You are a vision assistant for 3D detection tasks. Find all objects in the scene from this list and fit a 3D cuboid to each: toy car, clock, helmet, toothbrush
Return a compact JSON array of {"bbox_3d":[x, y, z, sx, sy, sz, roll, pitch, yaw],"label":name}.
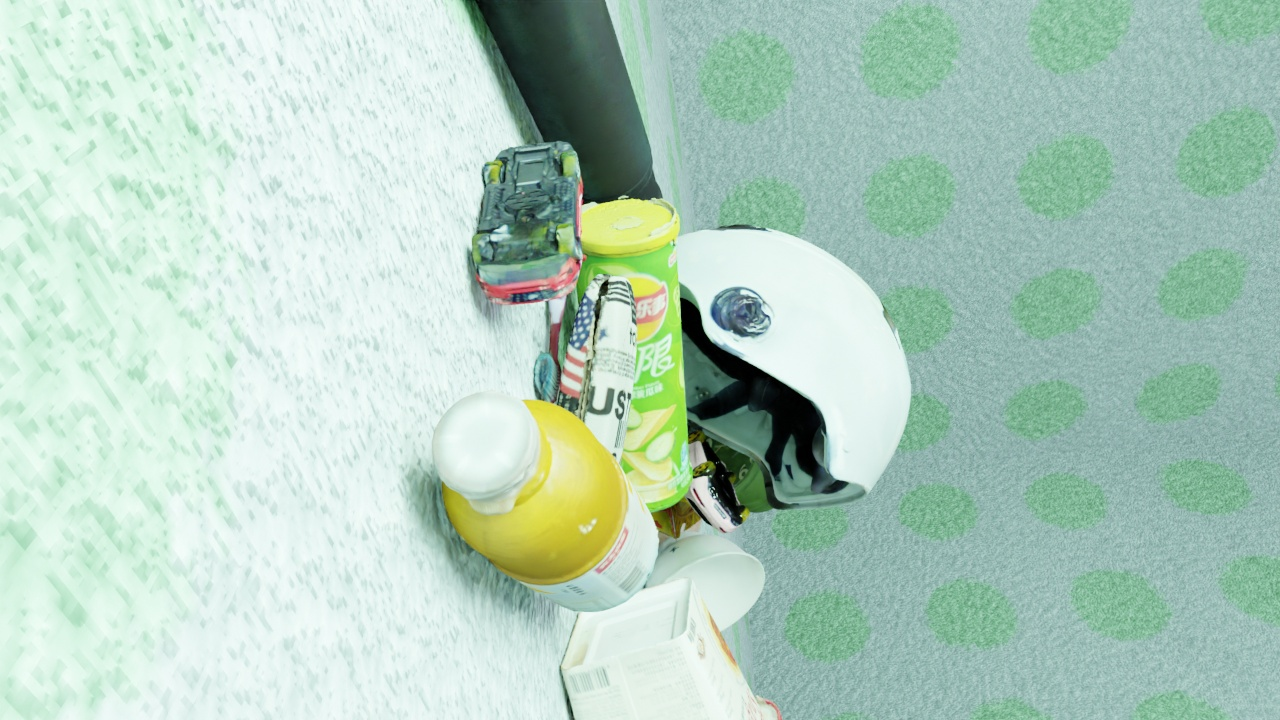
[{"bbox_3d":[-0.053,-0.068,0.465,0.120,0.053,0.045,-90,172,-50],"label":"toy car"},{"bbox_3d":[0.091,0.069,0.873,0.056,0.116,0.161,17,38,-36],"label":"clock"},{"bbox_3d":[0.053,0.097,0.727,0.056,0.037,0.122,55,8,-14],"label":"toy car"},{"bbox_3d":[0.107,-0.013,0.721,0.258,0.145,0.229,45,-15,14],"label":"helmet"},{"bbox_3d":[-0.055,-0.048,0.587,0.017,0.016,0.187,61,21,-45],"label":"toothbrush"}]

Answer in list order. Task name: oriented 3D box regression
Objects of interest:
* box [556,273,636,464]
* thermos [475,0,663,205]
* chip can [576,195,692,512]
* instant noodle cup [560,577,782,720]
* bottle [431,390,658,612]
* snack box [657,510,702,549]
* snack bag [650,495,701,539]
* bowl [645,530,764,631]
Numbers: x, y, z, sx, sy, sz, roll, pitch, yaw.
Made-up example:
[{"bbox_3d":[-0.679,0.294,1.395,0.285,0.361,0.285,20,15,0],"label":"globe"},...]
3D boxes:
[{"bbox_3d":[-0.024,0.032,0.531,0.068,0.051,0.164,-173,-90,-86],"label":"box"},{"bbox_3d":[-0.048,-0.171,0.570,0.068,0.090,0.243,-51,153,-15],"label":"thermos"},{"bbox_3d":[-0.004,0.004,0.629,0.072,0.072,0.222,-85,171,-59],"label":"chip can"},{"bbox_3d":[0.015,0.206,0.536,0.116,0.117,0.124,-65,136,-76],"label":"instant noodle cup"},{"bbox_3d":[-0.038,0.063,0.393,0.190,0.068,0.068,66,18,-65],"label":"bottle"},{"bbox_3d":[0.046,0.172,0.995,0.157,0.026,0.084,57,50,-74],"label":"snack box"},{"bbox_3d":[0.013,0.064,0.872,0.207,0.073,0.129,-100,177,-54],"label":"snack bag"},{"bbox_3d":[0.049,0.199,0.853,0.064,0.118,0.118,-123,-166,-48],"label":"bowl"}]
